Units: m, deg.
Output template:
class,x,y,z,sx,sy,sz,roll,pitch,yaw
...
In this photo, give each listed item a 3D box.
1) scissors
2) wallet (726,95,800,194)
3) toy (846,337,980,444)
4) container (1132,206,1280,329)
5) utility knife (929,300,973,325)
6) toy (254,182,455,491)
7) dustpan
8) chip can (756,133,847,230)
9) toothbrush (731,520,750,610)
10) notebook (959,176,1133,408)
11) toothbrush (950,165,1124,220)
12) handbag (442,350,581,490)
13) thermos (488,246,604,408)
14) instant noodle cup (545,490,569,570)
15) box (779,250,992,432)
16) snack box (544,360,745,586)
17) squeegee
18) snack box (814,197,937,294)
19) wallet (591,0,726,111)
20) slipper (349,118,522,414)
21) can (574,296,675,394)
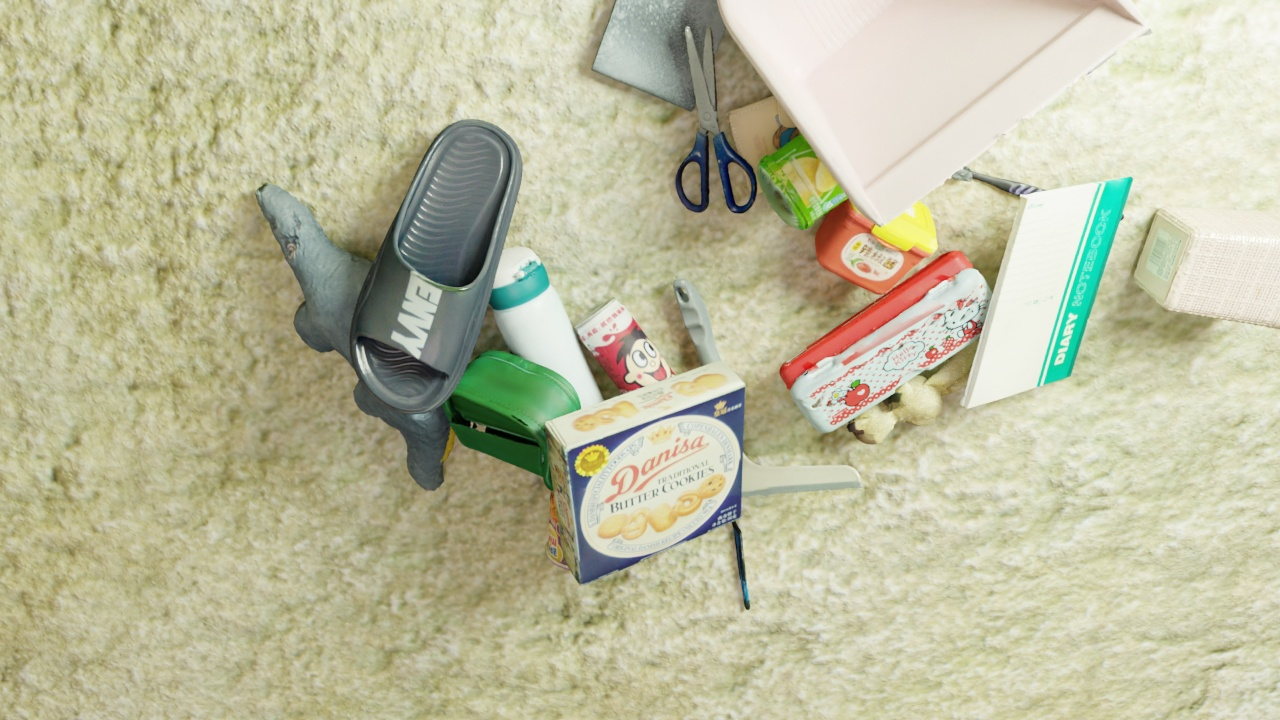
class,x,y,z,sx,sy,sz,roll,pitch,yaw
scissors,0.070,-0.202,0.794,0.128,0.012,0.174,26,132,2
wallet,0.140,-0.204,0.812,0.115,0.024,0.087,-17,121,10
toy,0.276,0.028,0.914,0.157,0.066,0.105,-34,154,13
container,0.525,-0.087,0.830,0.111,0.089,0.090,6,117,0
utility knife,0.268,-0.035,0.903,0.161,0.013,0.029,-22,118,9
toy,-0.250,-0.015,0.887,0.138,0.091,0.356,-7,120,36
dustpan,0.176,-0.267,0.674,0.223,0.273,0.139,-40,134,11
chip can,0.201,-0.195,0.766,0.221,0.072,0.072,-35,112,6
toothbrush,0.113,0.209,1.033,0.016,0.014,0.190,-19,119,-16
notebook,0.374,-0.061,0.845,0.150,0.012,0.209,-13,124,-27
toothbrush,0.359,-0.153,0.839,0.189,0.016,0.014,13,117,-8
handbag,-0.120,0.058,0.876,0.131,0.067,0.120,20,141,22
thermos,-0.091,-0.003,0.897,0.073,0.073,0.224,-18,115,10
instant noodle cup,-0.049,0.151,0.957,0.111,0.111,0.099,-3,109,2
box,0.232,-0.010,0.850,0.201,0.094,0.091,-35,87,10
snack box,0.009,0.107,0.859,0.177,0.046,0.183,-19,130,-19
squeegee,0.076,0.026,0.925,0.247,0.039,0.247,-9,112,25
snack box,0.209,-0.113,0.830,0.091,0.081,0.080,25,128,-11
wallet,0.023,-0.285,0.775,0.097,0.019,0.121,19,115,-11
slipper,-0.179,-0.086,0.787,0.110,0.083,0.268,19,88,-2
can,-0.005,0.005,0.891,0.053,0.053,0.133,-34,98,17
